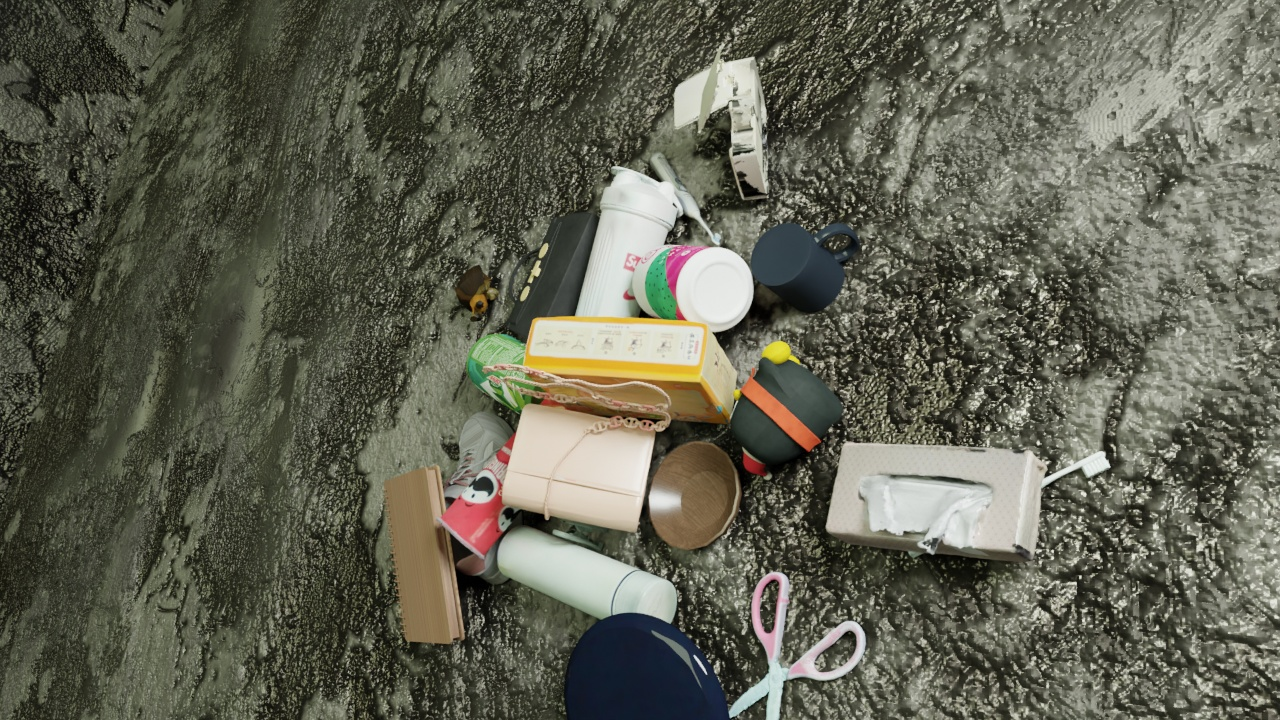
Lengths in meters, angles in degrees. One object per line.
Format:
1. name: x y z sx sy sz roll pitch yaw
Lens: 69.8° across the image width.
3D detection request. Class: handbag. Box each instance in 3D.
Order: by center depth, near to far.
1. handbag: -0.077 0.097 0.964 0.199 0.187 0.116 11 66 3
2. handbag: -0.125 -0.110 1.241 0.196 0.072 0.175 18 84 53

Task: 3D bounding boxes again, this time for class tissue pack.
1. tissue pack: 0.251 0.124 0.808 0.182 0.071 0.103 0 65 41

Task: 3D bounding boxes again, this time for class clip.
1. clip: -0.070 0.195 1.046 0.023 0.076 0.047 6 75 41

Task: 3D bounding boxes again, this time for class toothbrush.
1. toothbrush: 0.317 0.130 0.799 0.187 0.012 0.017 -35 57 24
2. toothbrush: 0.056 -0.200 1.144 0.024 0.022 0.185 -56 44 29

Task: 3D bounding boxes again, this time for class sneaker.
1. sneaker: -0.213 0.163 1.167 0.099 0.089 0.235 -29 56 27

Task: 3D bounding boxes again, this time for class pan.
1. pan: 0.064 0.368 0.872 0.357 0.021 0.199 14 99 34

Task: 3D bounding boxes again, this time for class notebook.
1. notebook: -0.280 0.248 1.160 0.170 0.022 0.210 -22 76 54

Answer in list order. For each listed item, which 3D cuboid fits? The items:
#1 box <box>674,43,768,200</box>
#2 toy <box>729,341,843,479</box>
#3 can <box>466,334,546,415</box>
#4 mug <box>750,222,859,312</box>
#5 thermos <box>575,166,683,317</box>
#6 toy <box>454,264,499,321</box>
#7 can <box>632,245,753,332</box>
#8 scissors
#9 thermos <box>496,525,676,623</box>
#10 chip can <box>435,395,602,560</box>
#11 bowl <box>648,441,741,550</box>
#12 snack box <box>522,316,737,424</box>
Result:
1. box: 0.079 -0.285 1.028 0.101 0.194 0.143 -6 61 15
2. toy: 0.136 0.056 0.920 0.119 0.097 0.099 -47 67 3
3. can: -0.155 0.021 1.183 0.144 0.083 0.083 25 88 43
4. mug: 0.180 -0.106 0.965 0.105 0.077 0.071 -33 54 24
5. thermos: -0.021 -0.118 1.129 0.099 0.099 0.220 17 91 42
6. toy: -0.233 -0.090 1.311 0.100 0.062 0.076 -103 21 -47
7. can: 0.053 -0.083 1.019 0.088 0.088 0.166 -64 22 -2
8. scissors: 0.147 0.291 0.870 0.159 0.014 0.172 -3 70 39
9. thermos: -0.065 0.245 1.028 0.230 0.068 0.068 11 79 41
10. chip can: -0.137 0.123 1.091 0.073 0.073 0.232 29 72 43
11. bowl: 0.063 0.147 0.987 0.118 0.030 0.117 -17 62 34
12. snack box: -0.006 0.006 0.991 0.195 0.145 0.080 3 70 19
